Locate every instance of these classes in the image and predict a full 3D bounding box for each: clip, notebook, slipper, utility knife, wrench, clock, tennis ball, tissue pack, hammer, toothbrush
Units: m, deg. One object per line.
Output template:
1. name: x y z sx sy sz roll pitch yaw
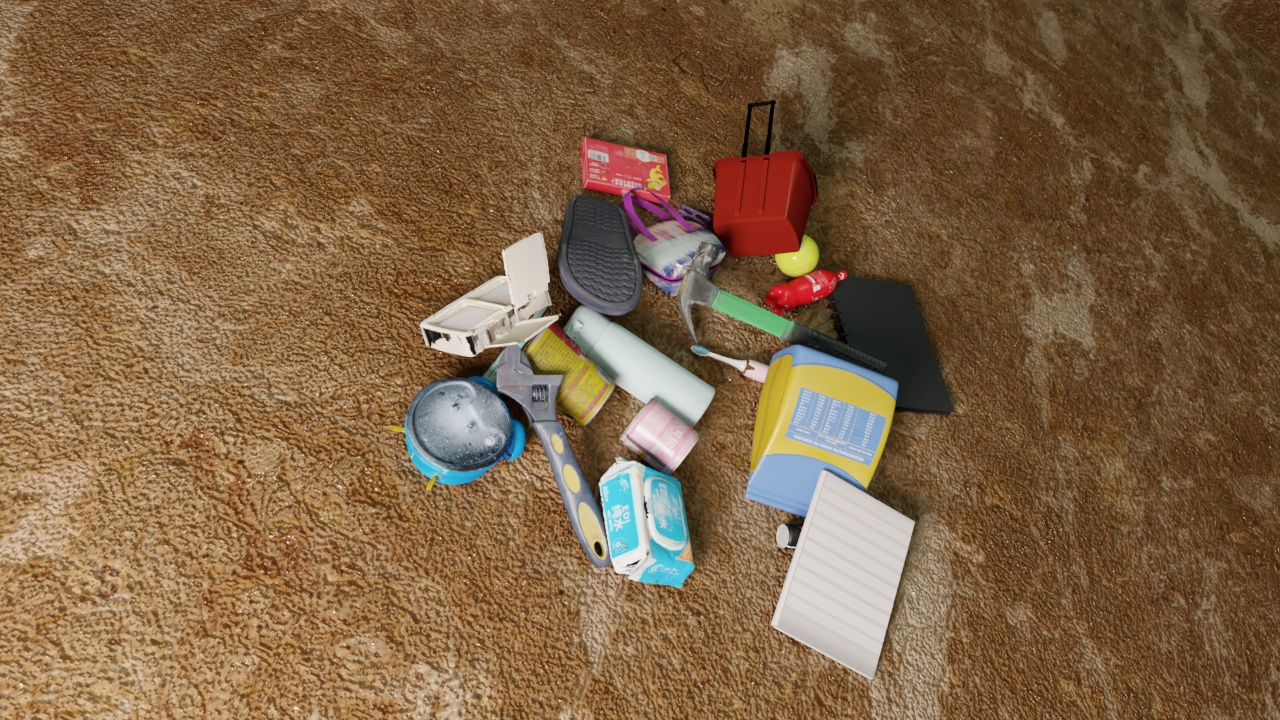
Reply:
1. clip: 0.080 -0.216 1.384 0.052 0.013 0.036 26 51 -3
2. notebook: 0.251 0.257 1.118 0.142 0.009 0.209 30 62 -10
3. slipper: -0.065 -0.129 1.227 0.110 0.083 0.267 11 36 -14
4. utility knife: -0.154 -0.021 1.150 0.022 0.015 0.157 11 46 23
5. wrench: -0.092 0.105 1.034 0.073 0.022 0.273 -22 89 -15
6. clock: -0.193 0.077 1.039 0.161 0.060 0.116 -23 69 -35
7. tennis ball: 0.236 -0.158 1.381 0.065 0.065 0.065 12 55 -17
8. tissue pack: 0.008 0.181 1.040 0.092 0.062 0.144 23 45 -44
9. hammer: 0.199 -0.042 1.267 0.318 0.032 0.130 23 95 -13
10. notebook: 0.369 -0.027 1.385 0.169 0.019 0.231 5 57 -22
11. toothbrush: 0.172 0.020 1.260 0.222 0.027 0.027 20 80 -11

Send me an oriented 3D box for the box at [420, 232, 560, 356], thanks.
1. box: -0.166 -0.078 1.077 0.144 0.187 0.101 -41 114 -41

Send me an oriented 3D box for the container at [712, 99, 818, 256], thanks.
1. container: 0.184 -0.265 1.363 0.148 0.127 0.200 -1 61 24

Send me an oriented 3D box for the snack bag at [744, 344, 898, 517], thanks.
1. snack bag: 0.230 0.102 1.194 0.159 0.102 0.205 19 76 -11

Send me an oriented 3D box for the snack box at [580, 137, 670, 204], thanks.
1. snack box: -0.022 -0.285 1.377 0.133 0.021 0.089 8 56 -19

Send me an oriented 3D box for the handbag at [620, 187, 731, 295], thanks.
1. handbag: 0.034 -0.181 1.316 0.144 0.068 0.170 -23 63 -33

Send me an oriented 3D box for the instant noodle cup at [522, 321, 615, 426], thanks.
1. instant noodle cup: -0.093 0.018 1.107 0.112 0.101 0.100 36 51 -9

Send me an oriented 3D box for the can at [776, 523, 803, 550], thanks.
1. can: 0.211 0.221 1.141 0.080 0.032 0.031 8 56 -19

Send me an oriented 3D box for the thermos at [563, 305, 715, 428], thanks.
1. thermos: -0.007 0.007 1.164 0.207 0.065 0.077 34 13 0

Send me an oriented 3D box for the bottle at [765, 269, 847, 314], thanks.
1. bottle: 0.249 -0.107 1.359 0.141 0.042 0.042 -21 69 -25

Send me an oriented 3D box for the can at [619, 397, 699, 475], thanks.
1. can: 0.024 0.094 1.119 0.076 0.067 0.067 38 52 4
